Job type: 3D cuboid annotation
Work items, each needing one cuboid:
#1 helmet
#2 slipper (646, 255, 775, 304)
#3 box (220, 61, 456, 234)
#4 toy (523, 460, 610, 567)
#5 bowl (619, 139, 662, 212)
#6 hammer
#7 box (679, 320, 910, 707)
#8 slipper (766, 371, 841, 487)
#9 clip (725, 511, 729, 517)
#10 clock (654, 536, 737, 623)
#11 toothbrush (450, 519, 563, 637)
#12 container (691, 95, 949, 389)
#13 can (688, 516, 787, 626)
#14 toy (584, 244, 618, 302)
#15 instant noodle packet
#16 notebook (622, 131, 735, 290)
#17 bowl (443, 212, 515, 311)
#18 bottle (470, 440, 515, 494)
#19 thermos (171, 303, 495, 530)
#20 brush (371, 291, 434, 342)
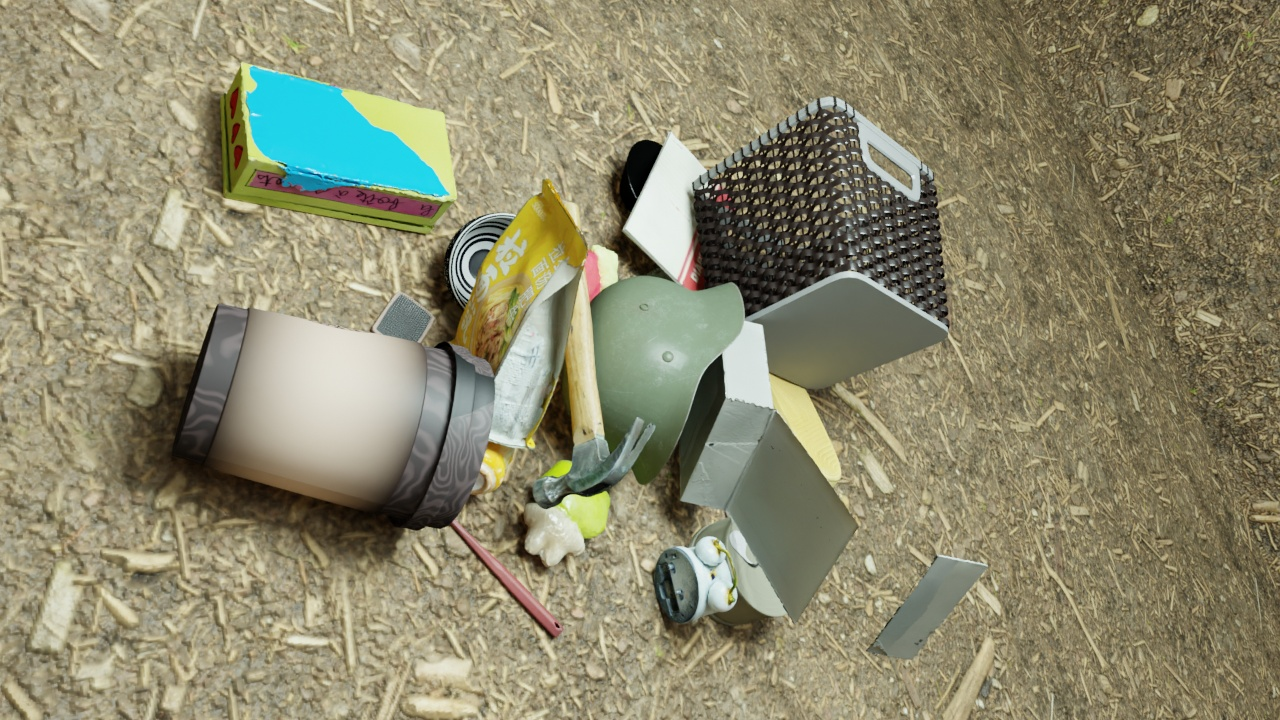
[{"bbox_3d":[-0.006,0.006,1.021,0.153,0.228,0.267,20,43,-13],"label":"helmet"},{"bbox_3d":[0.119,-0.103,1.288,0.268,0.055,0.098,-13,80,-44],"label":"slipper"},{"bbox_3d":[-0.310,-0.215,0.948,0.220,0.079,0.124,2,66,-38],"label":"box"},{"bbox_3d":[-0.081,0.165,0.968,0.092,0.043,0.117,45,48,-17],"label":"toy"},{"bbox_3d":[0.009,-0.233,1.254,0.124,0.053,0.124,19,62,-40],"label":"bowl"},{"bbox_3d":[-0.062,-0.023,0.939,0.033,0.132,0.329,28,46,-49],"label":"hammer"},{"bbox_3d":[0.125,0.137,0.975,0.108,0.166,0.418,4,40,-18],"label":"box"},{"bbox_3d":[0.181,0.077,1.223,0.099,0.079,0.263,19,35,-35],"label":"slipper"},{"bbox_3d":[0.111,0.172,1.153,0.045,0.025,0.061,-7,65,-45],"label":"clip"},{"bbox_3d":[0.065,0.240,1.005,0.057,0.118,0.083,-1,68,-35],"label":"clock"},{"bbox_3d":[-0.141,0.204,0.911,0.190,0.017,0.016,49,44,-10],"label":"toothbrush"},{"bbox_3d":[0.233,-0.134,1.187,0.247,0.246,0.243,22,55,-37],"label":"container"},{"bbox_3d":[0.124,0.245,1.086,0.127,0.073,0.127,21,55,-33],"label":"can"},{"bbox_3d":[-0.076,-0.088,1.092,0.134,0.045,0.092,-32,130,-34],"label":"toy"},{"bbox_3d":[-0.115,-0.051,0.893,0.084,0.222,0.163,13,28,-27],"label":"instant noodle packet"},{"bbox_3d":[0.060,-0.194,1.241,0.153,0.012,0.208,42,48,-24],"label":"notebook"},{"bbox_3d":[-0.163,-0.103,1.014,0.120,0.066,0.120,-6,102,-29],"label":"bowl"},{"bbox_3d":[-0.157,0.084,0.930,0.063,0.063,0.108,41,36,-18],"label":"bottle"},{"bbox_3d":[-0.262,0.044,0.789,0.226,0.173,0.172,17,57,-27],"label":"thermos"},{"bbox_3d":[-0.254,-0.014,0.930,0.050,0.015,0.135,39,47,-19],"label":"brush"}]
